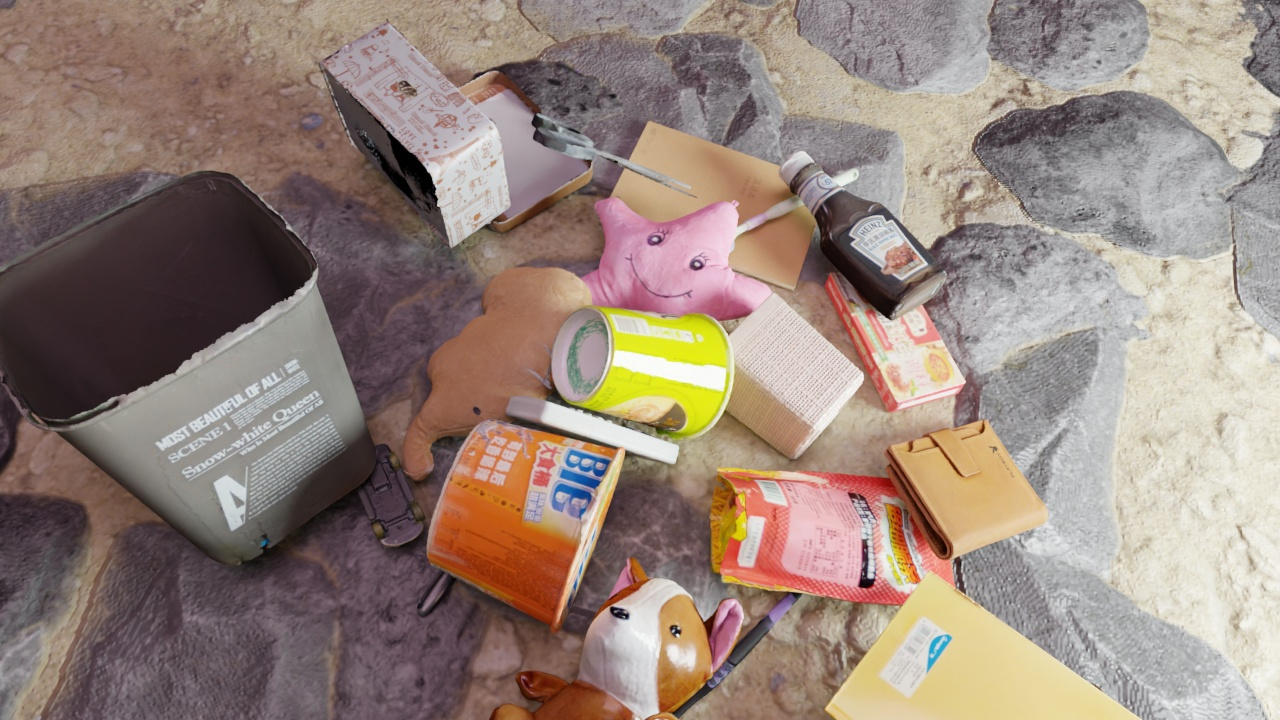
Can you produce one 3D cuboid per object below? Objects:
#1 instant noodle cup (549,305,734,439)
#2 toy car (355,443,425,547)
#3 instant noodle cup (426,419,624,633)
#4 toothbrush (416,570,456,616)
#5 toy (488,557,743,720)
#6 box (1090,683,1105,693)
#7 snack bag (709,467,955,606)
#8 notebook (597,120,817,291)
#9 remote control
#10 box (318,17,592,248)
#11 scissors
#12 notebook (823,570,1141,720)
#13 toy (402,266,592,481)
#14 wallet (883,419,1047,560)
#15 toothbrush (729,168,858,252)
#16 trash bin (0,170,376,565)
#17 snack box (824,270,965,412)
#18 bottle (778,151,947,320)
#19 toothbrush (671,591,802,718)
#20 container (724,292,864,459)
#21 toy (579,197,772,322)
[{"bbox_3d":[-0.004,0.004,0.760,0.123,0.112,0.111,11,54,-40],"label":"instant noodle cup"},{"bbox_3d":[-0.211,0.114,0.765,0.042,0.035,0.090,-25,65,-16],"label":"toy car"},{"bbox_3d":[-0.088,0.119,0.706,0.111,0.152,0.151,19,61,5],"label":"instant noodle cup"},{"bbox_3d":[-0.130,0.137,0.772,0.015,0.018,0.180,32,65,6],"label":"toothbrush"},{"bbox_3d":[-0.019,0.235,0.674,0.140,0.131,0.199,23,51,33],"label":"toy"},{"bbox_3d":[0.285,0.312,0.677,0.168,0.077,0.091,-20,64,-15],"label":"box"},{"bbox_3d":[0.165,0.146,0.769,0.207,0.073,0.128,7,50,-9],"label":"snack bag"},{"bbox_3d":[0.080,-0.166,0.960,0.211,0.012,0.149,20,61,5],"label":"notebook"},{"bbox_3d":[-0.037,0.057,0.758,0.150,0.058,0.021,22,79,-38],"label":"remote control"},{"bbox_3d":[-0.170,-0.235,0.891,0.204,0.158,0.181,-35,69,-22],"label":"box"},{"bbox_3d":[-0.030,-0.192,0.875,0.163,0.014,0.165,37,24,21],"label":"scissors"},{"bbox_3d":[0.259,0.266,0.662,0.206,0.010,0.145,35,65,25],"label":"notebook"},{"bbox_3d":[-0.128,0.007,0.799,0.144,0.082,0.225,3,52,46],"label":"toy"},{"bbox_3d":[0.282,0.109,0.796,0.131,0.031,0.107,-8,60,-32],"label":"wallet"},{"bbox_3d":[0.155,-0.160,0.948,0.189,0.029,0.020,-29,27,-22],"label":"toothbrush"},{"bbox_3d":[-0.320,0.017,0.685,0.198,0.220,0.198,-35,53,-22],"label":"trash bin"},{"bbox_3d":[0.244,-0.027,0.890,0.075,0.025,0.152,-15,63,-12],"label":"snack box"},{"bbox_3d":[0.209,-0.129,0.902,0.079,0.044,0.195,-29,67,-21],"label":"bottle"},{"bbox_3d":[0.070,0.242,0.732,0.188,0.017,0.014,-38,78,-24],"label":"toothbrush"},{"bbox_3d":[0.127,0.018,0.820,0.111,0.090,0.089,41,65,13],"label":"container"},{"bbox_3d":[0.028,-0.091,0.873,0.194,0.075,0.178,38,80,12],"label":"toy"}]
